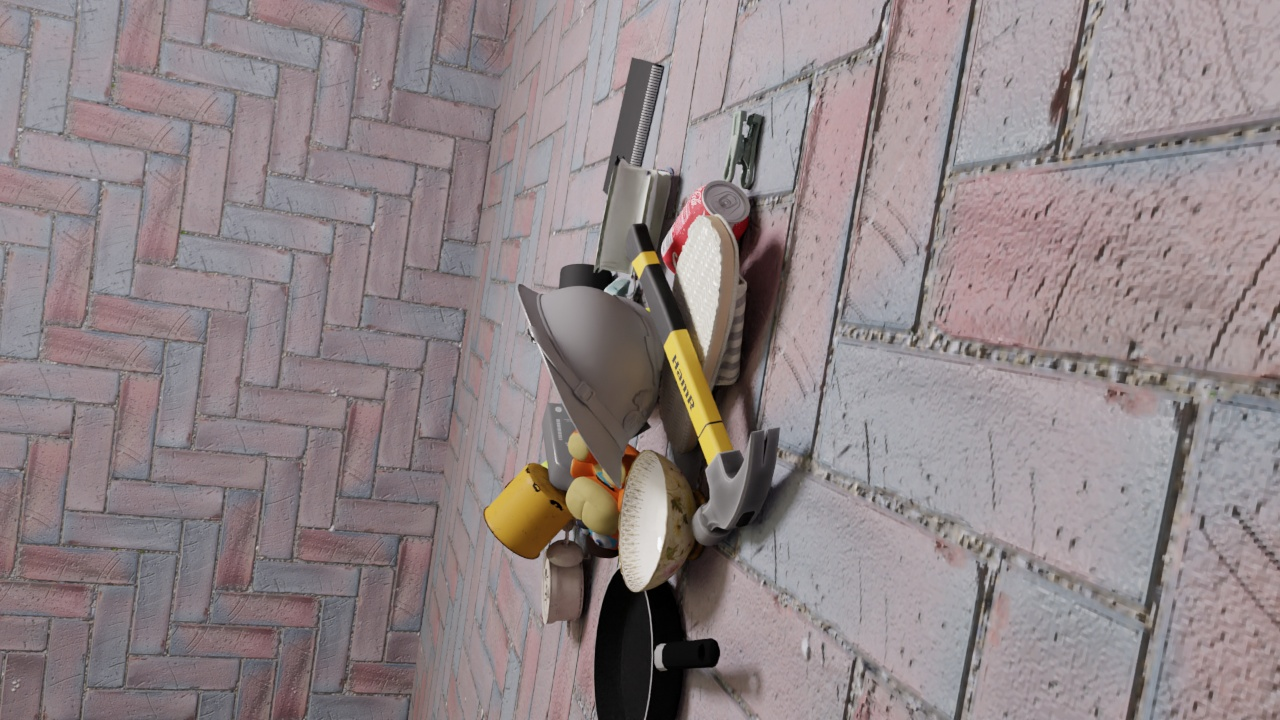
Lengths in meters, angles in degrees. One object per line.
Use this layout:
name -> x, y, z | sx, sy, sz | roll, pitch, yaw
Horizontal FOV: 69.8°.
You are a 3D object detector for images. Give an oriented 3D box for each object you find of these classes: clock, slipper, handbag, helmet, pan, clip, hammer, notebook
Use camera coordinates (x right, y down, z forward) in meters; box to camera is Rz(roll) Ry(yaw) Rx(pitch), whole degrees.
clock -> -0.105, 0.302, 1.296 | 0.103, 0.061, 0.157 | -111, 26, -62
slipper -> 0.062, -0.018, 0.919 | 0.114, 0.054, 0.273 | -110, 24, -49
handbag -> -0.006, -0.186, 1.211 | 0.176, 0.074, 0.151 | -72, -6, -81
helmet -> -0.030, -0.002, 0.960 | 0.271, 0.118, 0.183 | 62, -178, 41
pan -> 0.019, 0.303, 0.934 | 0.357, 0.044, 0.203 | 137, 138, -63
clip -> 0.102, -0.211, 0.923 | 0.023, 0.042, 0.076 | -160, 79, -74
hammer -> 0.044, 0.002, 0.864 | 0.170, 0.034, 0.324 | 116, 140, -54
notebook -> -0.015, -0.338, 1.360 | 0.149, 0.016, 0.207 | -121, 42, -65

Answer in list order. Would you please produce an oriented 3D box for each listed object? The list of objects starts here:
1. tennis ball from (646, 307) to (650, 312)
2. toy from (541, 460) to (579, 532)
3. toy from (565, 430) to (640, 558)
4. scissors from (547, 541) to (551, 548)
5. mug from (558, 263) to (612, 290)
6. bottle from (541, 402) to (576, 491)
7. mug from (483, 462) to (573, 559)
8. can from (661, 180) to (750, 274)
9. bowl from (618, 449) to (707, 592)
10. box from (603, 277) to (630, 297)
tennis ball -> 0.017, -0.028, 1.044 | 0.065, 0.065, 0.065 | -173, 91, -72
toy -> -0.106, 0.192, 1.332 | 0.092, 0.043, 0.117 | -22, 59, 18
toy -> -0.035, 0.160, 1.068 | 0.112, 0.096, 0.176 | 29, 145, 38
scissors -> -0.120, 0.224, 1.394 | 0.125, 0.019, 0.155 | 111, 177, -69
mug -> -0.081, -0.087, 1.379 | 0.113, 0.078, 0.088 | 62, -149, -75
bottle -> -0.085, 0.136, 1.265 | 0.173, 0.083, 0.046 | -104, 25, -47
mug -> -0.153, 0.199, 1.276 | 0.094, 0.100, 0.123 | -48, 42, 10
can -> 0.067, -0.131, 0.937 | 0.105, 0.064, 0.064 | 126, 147, -56
bowl -> 0.028, 0.165, 0.933 | 0.145, 0.063, 0.145 | -172, 91, -73
box -> -0.034, -0.001, 1.240 | 0.126, 0.074, 0.198 | 44, 130, 45
